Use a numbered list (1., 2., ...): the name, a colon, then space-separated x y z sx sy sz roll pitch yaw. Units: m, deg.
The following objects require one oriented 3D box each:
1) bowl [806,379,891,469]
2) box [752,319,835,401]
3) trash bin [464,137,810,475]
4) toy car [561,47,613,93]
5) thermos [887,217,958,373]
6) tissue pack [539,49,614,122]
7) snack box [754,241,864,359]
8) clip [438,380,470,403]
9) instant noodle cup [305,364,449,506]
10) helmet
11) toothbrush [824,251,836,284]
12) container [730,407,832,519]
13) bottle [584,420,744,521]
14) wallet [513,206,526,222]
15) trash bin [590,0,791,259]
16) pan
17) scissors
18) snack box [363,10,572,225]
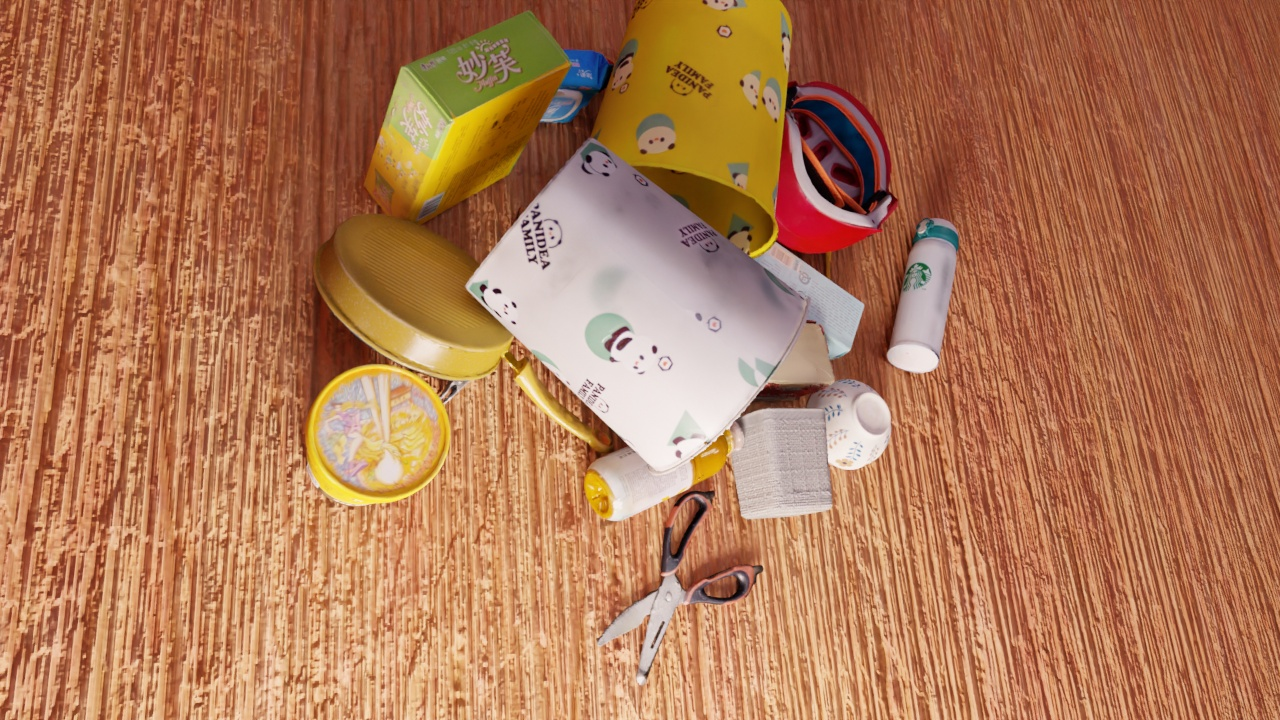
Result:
1. bowl: 0.265 0.073 1.127 0.113 0.062 0.113 9 69 -24
2. box: 0.150 -0.002 1.060 0.168 0.080 0.091 2 71 -40
3. trash bin: -0.011 -0.057 0.867 0.252 0.230 0.228 40 59 -9
4. toy car: -0.083 -0.351 1.096 0.106 0.049 0.031 5 68 -27
5. thermos: 0.387 -0.096 1.248 0.073 0.073 0.223 29 61 -17
6. tissue pack: -0.109 -0.309 1.042 0.156 0.095 0.052 -10 79 -33
7. snack box: 0.193 -0.078 1.147 0.175 0.052 0.074 32 62 -14
8. clip: -0.184 0.020 0.926 0.045 0.027 0.058 43 62 -18
9. instant noodle cup: -0.244 0.076 0.819 0.118 0.115 0.118 10 68 -26
10. helmet: 0.211 -0.235 1.163 0.207 0.144 0.239 45 43 -11
11. toothbrush: 0.254 -0.162 1.229 0.016 0.018 0.191 15 66 -25
12. container: 0.158 0.118 1.039 0.090 0.090 0.114 2 75 -27
13. bottle: 0.031 0.110 0.983 0.189 0.068 0.068 -20 83 -32
14. wallet: -0.085 -0.103 1.013 0.131 0.031 0.107 22 54 -19
15. trash bin: 0.058 -0.267 1.014 0.229 0.230 0.255 19 73 -22
16. pan: -0.155 -0.013 0.906 0.357 0.078 0.197 30 26 -21
17. scissors: 0.043 0.235 0.976 0.226 0.015 0.189 -1 73 -29
18. snack box: -0.175 -0.230 0.907 0.157 0.211 0.070 -39 89 -33
